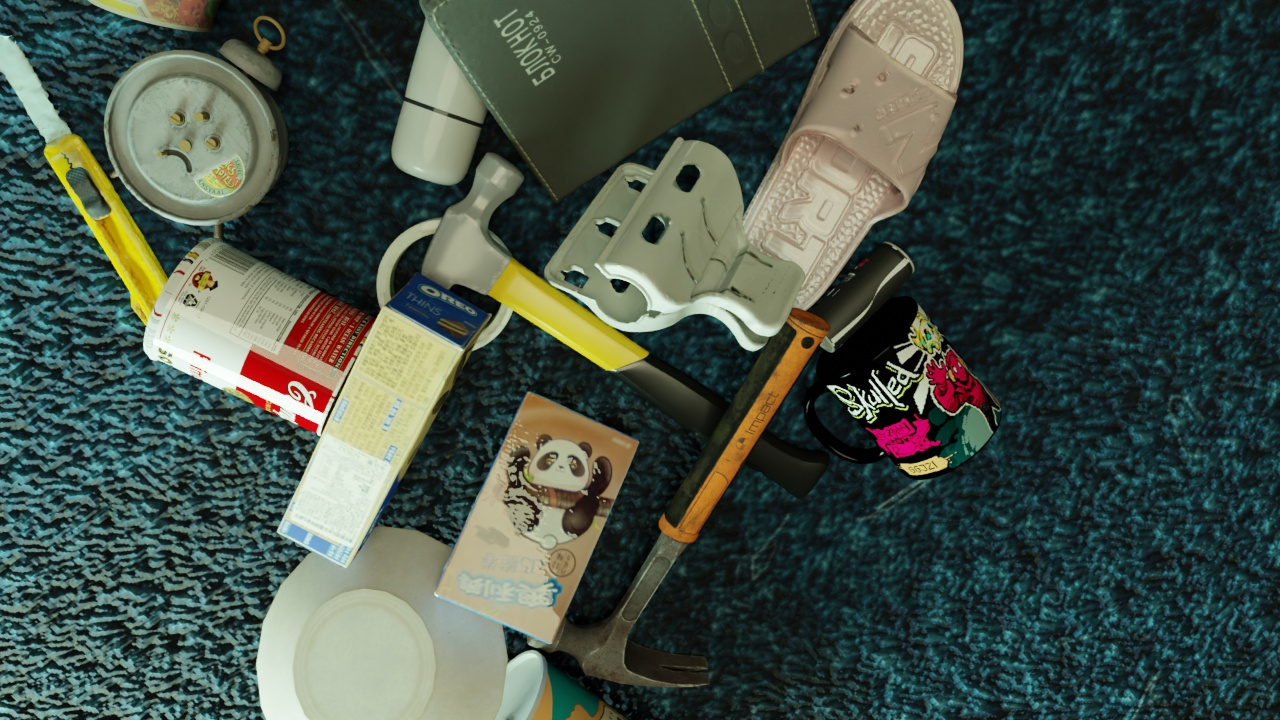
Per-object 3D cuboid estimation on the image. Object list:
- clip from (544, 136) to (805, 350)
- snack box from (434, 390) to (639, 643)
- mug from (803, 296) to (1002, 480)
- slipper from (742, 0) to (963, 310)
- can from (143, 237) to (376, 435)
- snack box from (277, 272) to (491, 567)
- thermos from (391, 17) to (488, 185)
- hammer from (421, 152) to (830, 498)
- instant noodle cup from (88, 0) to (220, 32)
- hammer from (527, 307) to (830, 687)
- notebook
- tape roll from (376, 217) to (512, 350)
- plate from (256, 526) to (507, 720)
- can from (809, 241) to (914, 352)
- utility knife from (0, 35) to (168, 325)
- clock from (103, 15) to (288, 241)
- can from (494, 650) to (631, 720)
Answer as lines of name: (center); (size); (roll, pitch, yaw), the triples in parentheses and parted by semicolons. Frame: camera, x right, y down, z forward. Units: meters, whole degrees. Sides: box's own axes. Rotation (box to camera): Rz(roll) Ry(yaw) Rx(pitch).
clip: (0.032, -0.072, 0.563); (0.152, 0.099, 0.126); (23, 57, 11)
snack box: (-0.071, 0.106, 0.635); (0.087, 0.034, 0.151); (25, 80, -6)
mug: (0.171, 0.027, 0.641); (0.118, 0.081, 0.098); (-35, 105, 33)
slipper: (0.138, -0.132, 0.602); (0.094, 0.064, 0.239); (27, 102, -10)
can: (-0.241, -0.015, 0.593); (0.116, 0.086, 0.087); (27, 100, -10)
snack box: (-0.170, 0.043, 0.598); (0.056, 0.057, 0.207); (30, 119, -7)
thermos: (-0.102, -0.221, 0.569); (0.052, 0.052, 0.224); (18, 102, -8)
hammer: (-0.004, 0.004, 0.631); (0.323, 0.029, 0.127); (34, 100, -15)
instant noodle cup: (-0.276, -0.256, 0.532); (0.100, 0.100, 0.113); (15, 110, -7)
hammer: (0.049, 0.107, 0.643); (0.137, 0.035, 0.315); (25, 111, -12)
notebook: (-0.005, -0.209, 0.555); (0.209, 0.029, 0.169); (-34, 136, 2)
tape roll: (-0.131, -0.051, 0.627); (0.094, 0.018, 0.094); (-1, 104, -4)
plate: (-0.188, 0.213, 0.641); (0.189, 0.027, 0.188); (-2, 80, 10)
can: (0.150, -0.044, 0.633); (0.080, 0.031, 0.031); (-44, 103, -4)
utility knife: (-0.361, -0.110, 0.601); (0.030, 0.019, 0.217); (-27, 101, -6)
clock: (-0.267, -0.150, 0.574); (0.104, 0.056, 0.148); (36, 101, -11)
can: (-0.048, 0.294, 0.670); (0.144, 0.099, 0.099); (40, 98, -16)
